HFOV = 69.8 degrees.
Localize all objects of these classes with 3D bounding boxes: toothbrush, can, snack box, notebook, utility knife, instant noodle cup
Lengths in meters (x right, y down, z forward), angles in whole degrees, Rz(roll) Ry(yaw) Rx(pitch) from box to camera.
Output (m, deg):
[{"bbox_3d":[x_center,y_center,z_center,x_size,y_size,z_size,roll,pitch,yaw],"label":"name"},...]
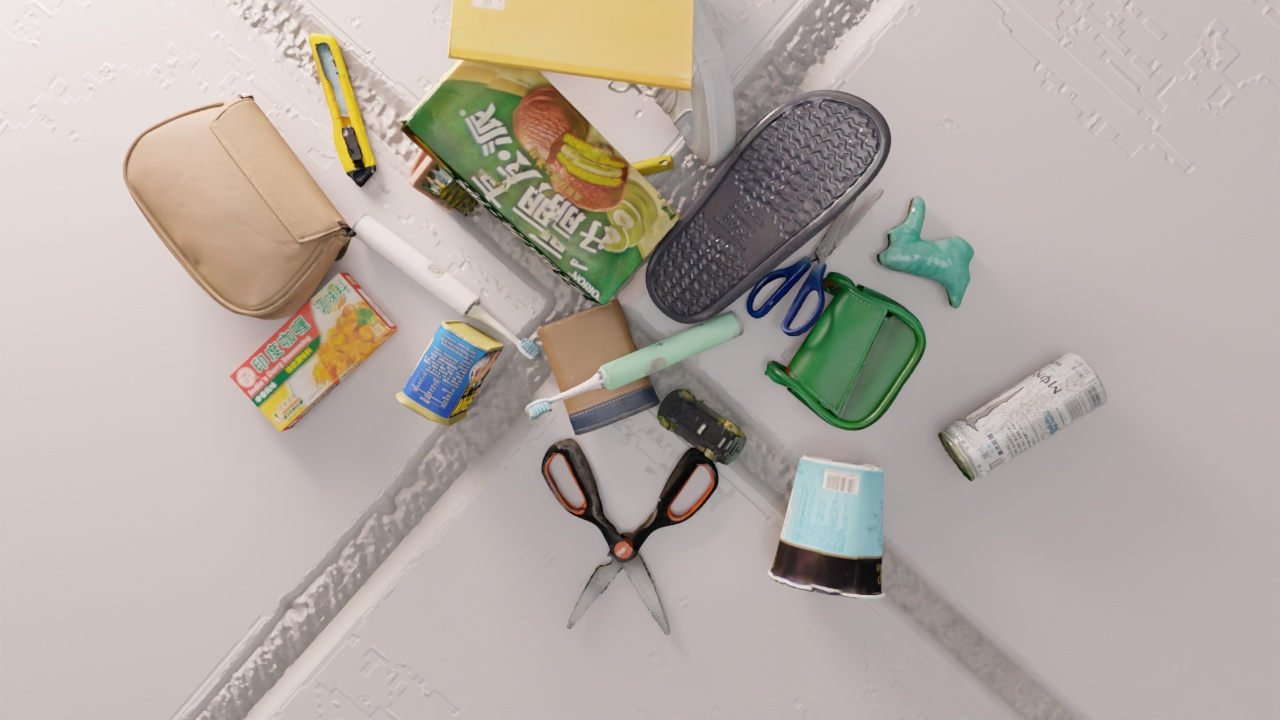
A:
[{"bbox_3d":[-0.062,-0.173,0.891,0.190,0.016,0.016,-11,95,4],"label":"toothbrush"},{"bbox_3d":[0.361,0.054,0.870,0.147,0.058,0.058,-33,93,6],"label":"can"},{"bbox_3d":[-0.188,-0.069,0.903,0.221,0.026,0.026,37,140,-1],"label":"toothbrush"},{"bbox_3d":[-0.326,-0.008,0.917,0.156,0.027,0.077,-42,91,6],"label":"snack box"},{"bbox_3d":[-0.054,-0.308,0.777,0.206,0.010,0.145,4,78,-11],"label":"notebook"},{"bbox_3d":[-0.005,0.005,0.873,0.224,0.027,0.026,-23,128,-10],"label":"toothbrush"},{"bbox_3d":[-0.293,-0.246,0.897,0.033,0.015,0.154,-16,94,2],"label":"utility knife"},{"bbox_3d":[-0.087,-0.169,0.826,0.240,0.063,0.114,43,85,-21],"label":"snack box"},{"bbox_3d":[-0.178,0.010,0.874,0.057,0.102,0.083,31,95,0],"label":"can"},{"bbox_3d":[0.184,0.154,0.874,0.111,0.111,0.120,8,87,2],"label":"instant noodle cup"}]

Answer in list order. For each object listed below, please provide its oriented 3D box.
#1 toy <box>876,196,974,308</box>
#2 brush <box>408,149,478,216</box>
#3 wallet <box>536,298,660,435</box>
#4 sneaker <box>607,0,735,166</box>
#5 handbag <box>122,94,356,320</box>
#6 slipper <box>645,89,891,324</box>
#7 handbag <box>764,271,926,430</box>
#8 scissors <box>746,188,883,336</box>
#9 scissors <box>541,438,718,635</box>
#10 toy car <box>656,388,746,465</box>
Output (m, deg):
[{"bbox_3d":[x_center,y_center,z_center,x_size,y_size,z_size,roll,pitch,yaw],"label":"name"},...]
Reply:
[{"bbox_3d":[0.273,-0.105,0.874,0.092,0.030,0.096,12,90,0],"label":"toy"},{"bbox_3d":[-0.160,-0.214,0.873,0.073,0.063,0.146,40,96,29],"label":"brush"},{"bbox_3d":[-0.042,0.007,0.902,0.090,0.033,0.115,-22,93,2],"label":"wallet"},{"bbox_3d":[0.011,-0.287,0.837,0.090,0.089,0.242,-21,90,-11],"label":"sneaker"},{"bbox_3d":[-0.378,-0.143,0.875,0.147,0.100,0.204,-36,93,-2],"label":"handbag"},{"bbox_3d":[0.114,-0.143,0.861,0.269,0.083,0.110,-43,86,24],"label":"slipper"},{"bbox_3d":[0.199,-0.007,0.874,0.120,0.068,0.131,34,98,7],"label":"handbag"},{"bbox_3d":[0.163,-0.100,0.877,0.141,0.012,0.170,-5,60,36],"label":"scissors"},{"bbox_3d":[-0.017,0.169,0.920,0.234,0.021,0.221,-45,91,5],"label":"scissors"},{"bbox_3d":[0.059,0.064,0.898,0.091,0.036,0.043,35,97,-2],"label":"toy car"}]
